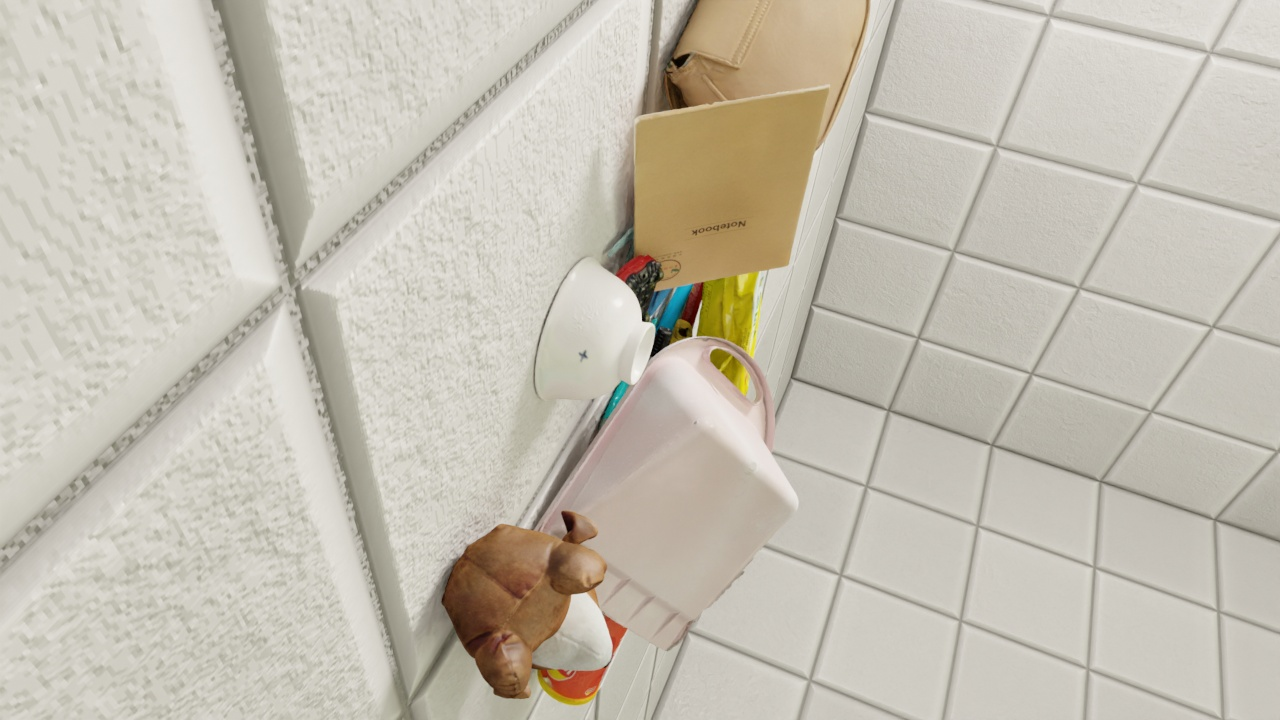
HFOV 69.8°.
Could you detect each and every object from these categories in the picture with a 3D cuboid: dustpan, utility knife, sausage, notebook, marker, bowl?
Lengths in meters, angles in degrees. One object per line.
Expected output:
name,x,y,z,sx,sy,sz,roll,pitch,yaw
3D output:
dustpan,0.032,0.119,0.896,0.273,0.138,0.222,-41,125,6
utility knife,-0.006,0.006,0.947,0.029,0.013,0.175,109,6,-61
utility knife,0.060,-0.106,1.026,0.218,0.018,0.034,-64,-176,-19
sausage,0.056,-0.039,1.134,0.020,0.020,0.156,-14,121,-75
notebook,0.066,-0.130,0.743,0.208,0.147,0.008,91,-14,-58
marker,0.004,0.022,0.971,0.022,0.018,0.131,-90,-160,-62
bowl,-0.027,-0.015,0.709,0.118,0.065,0.118,20,89,-78

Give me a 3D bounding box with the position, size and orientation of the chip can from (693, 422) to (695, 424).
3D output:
chip can,0.058,0.118,1.078,0.072,0.072,0.222,-65,-172,-24

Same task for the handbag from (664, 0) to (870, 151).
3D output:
handbag,0.105,-0.260,0.772,0.100,0.147,0.204,-18,-136,60

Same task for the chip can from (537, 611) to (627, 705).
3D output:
chip can,-0.040,0.263,0.968,0.217,0.073,0.073,-66,170,23

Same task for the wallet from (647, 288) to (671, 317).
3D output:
wallet,0.033,-0.109,0.885,0.132,0.040,0.107,-57,172,-53

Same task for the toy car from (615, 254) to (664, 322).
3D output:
toy car,-0.012,-0.047,0.791,0.049,0.031,0.106,-39,159,-31

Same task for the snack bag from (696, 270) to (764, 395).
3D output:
snack bag,0.100,-0.038,1.049,0.246,0.068,0.158,-45,142,-78

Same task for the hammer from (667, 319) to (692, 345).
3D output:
hammer,0.004,0.102,1.058,0.128,0.033,0.301,-75,-177,-72

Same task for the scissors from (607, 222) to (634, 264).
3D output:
scissors,-0.001,-0.117,0.788,0.133,0.017,0.134,-50,160,-60

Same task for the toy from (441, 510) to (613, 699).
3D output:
toy,-0.073,0.189,0.701,0.140,0.130,0.200,-50,171,-16
